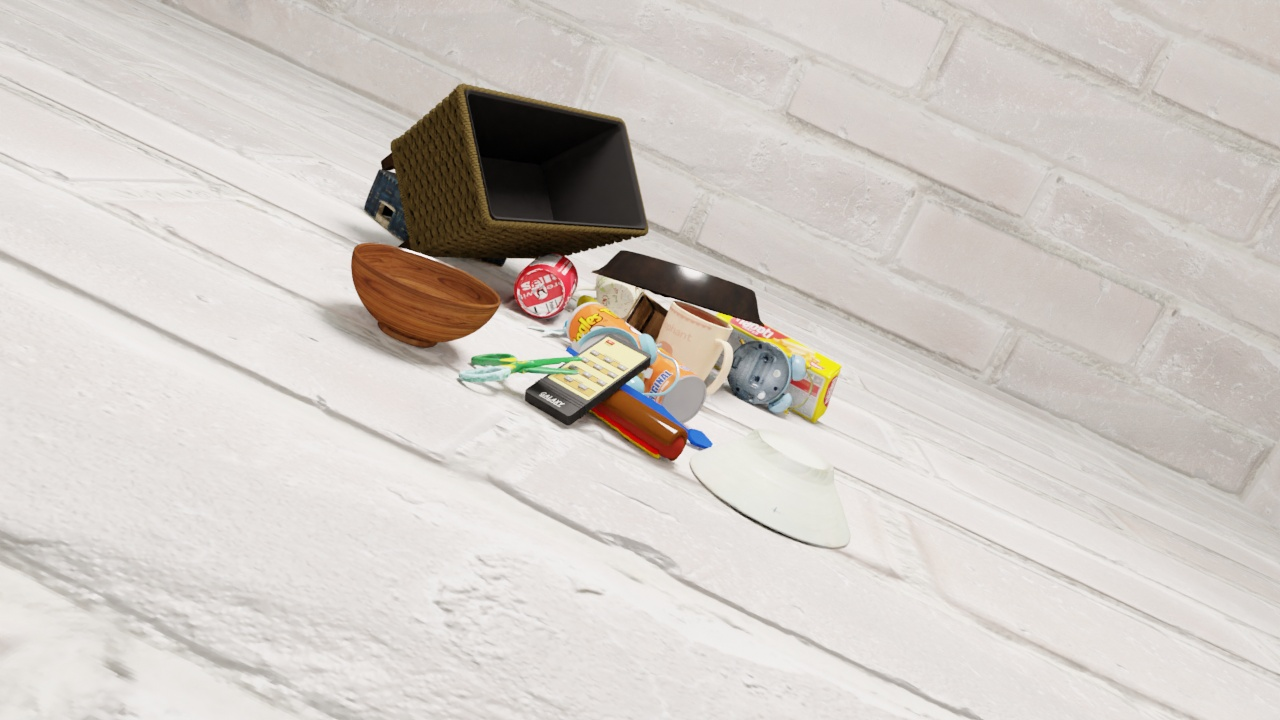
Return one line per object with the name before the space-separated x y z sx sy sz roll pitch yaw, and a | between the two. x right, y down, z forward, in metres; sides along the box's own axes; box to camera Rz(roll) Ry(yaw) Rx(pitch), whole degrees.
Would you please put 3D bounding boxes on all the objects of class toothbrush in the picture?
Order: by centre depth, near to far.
toothbrush | 0.000 0.040 0.960 0.186 0.016 0.011 35 -18 -11

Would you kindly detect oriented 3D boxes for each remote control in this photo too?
remote control | -0.050 0.016 0.908 0.058 0.013 0.133 27 41 25

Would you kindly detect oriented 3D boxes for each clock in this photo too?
clock | -0.018 0.005 0.996 0.123 0.087 0.042 14 -28 15
clock | 0.181 0.022 1.290 0.124 0.089 0.051 26 6 16

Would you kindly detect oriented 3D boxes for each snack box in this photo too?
snack box | 0.193 0.004 1.361 0.201 0.092 0.042 30 45 24

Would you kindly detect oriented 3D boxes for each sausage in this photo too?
sausage | -0.019 0.051 0.913 0.156 0.040 0.040 31 14 28

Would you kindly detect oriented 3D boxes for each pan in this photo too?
pan | 0.052 -0.109 1.314 0.248 0.043 0.356 17 4 -7

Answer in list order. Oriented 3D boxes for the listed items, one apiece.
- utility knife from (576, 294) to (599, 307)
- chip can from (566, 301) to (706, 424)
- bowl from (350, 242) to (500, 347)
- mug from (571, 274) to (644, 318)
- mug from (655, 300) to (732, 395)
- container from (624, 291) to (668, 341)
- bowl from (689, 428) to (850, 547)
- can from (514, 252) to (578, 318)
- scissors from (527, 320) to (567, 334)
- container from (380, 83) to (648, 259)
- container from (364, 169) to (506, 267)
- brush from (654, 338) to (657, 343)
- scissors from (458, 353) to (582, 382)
utility knife | -0.042 -0.052 1.308 0.020 0.029 0.171 8 20 -40
chip can | -0.009 -0.001 1.083 0.062 0.062 0.210 13 17 -41
bowl | -0.218 -0.054 0.897 0.147 0.069 0.147 22 13 -6
mug | -0.056 -0.109 1.450 0.122 0.081 0.097 4 20 3
mug | 0.067 -0.005 1.149 0.085 0.104 0.111 10 20 -46
container | 0.018 -0.051 1.352 0.061 0.063 0.114 29 11 -14
bowl | 0.141 0.113 0.914 0.176 0.058 0.176 24 13 -6
can | -0.127 -0.104 1.253 0.074 0.074 0.142 24 13 -4
scissors | -0.085 -0.036 1.179 0.086 0.015 0.134 21 11 24
container | -0.177 -0.232 1.257 0.206 0.176 0.320 -15 -5 37
container | -0.302 -0.217 1.396 0.187 0.071 0.145 11 19 -47
brush | 0.049 -0.008 1.273 0.049 0.039 0.117 32 16 25
scissors | -0.117 0.007 0.877 0.129 0.012 0.119 5 16 26
